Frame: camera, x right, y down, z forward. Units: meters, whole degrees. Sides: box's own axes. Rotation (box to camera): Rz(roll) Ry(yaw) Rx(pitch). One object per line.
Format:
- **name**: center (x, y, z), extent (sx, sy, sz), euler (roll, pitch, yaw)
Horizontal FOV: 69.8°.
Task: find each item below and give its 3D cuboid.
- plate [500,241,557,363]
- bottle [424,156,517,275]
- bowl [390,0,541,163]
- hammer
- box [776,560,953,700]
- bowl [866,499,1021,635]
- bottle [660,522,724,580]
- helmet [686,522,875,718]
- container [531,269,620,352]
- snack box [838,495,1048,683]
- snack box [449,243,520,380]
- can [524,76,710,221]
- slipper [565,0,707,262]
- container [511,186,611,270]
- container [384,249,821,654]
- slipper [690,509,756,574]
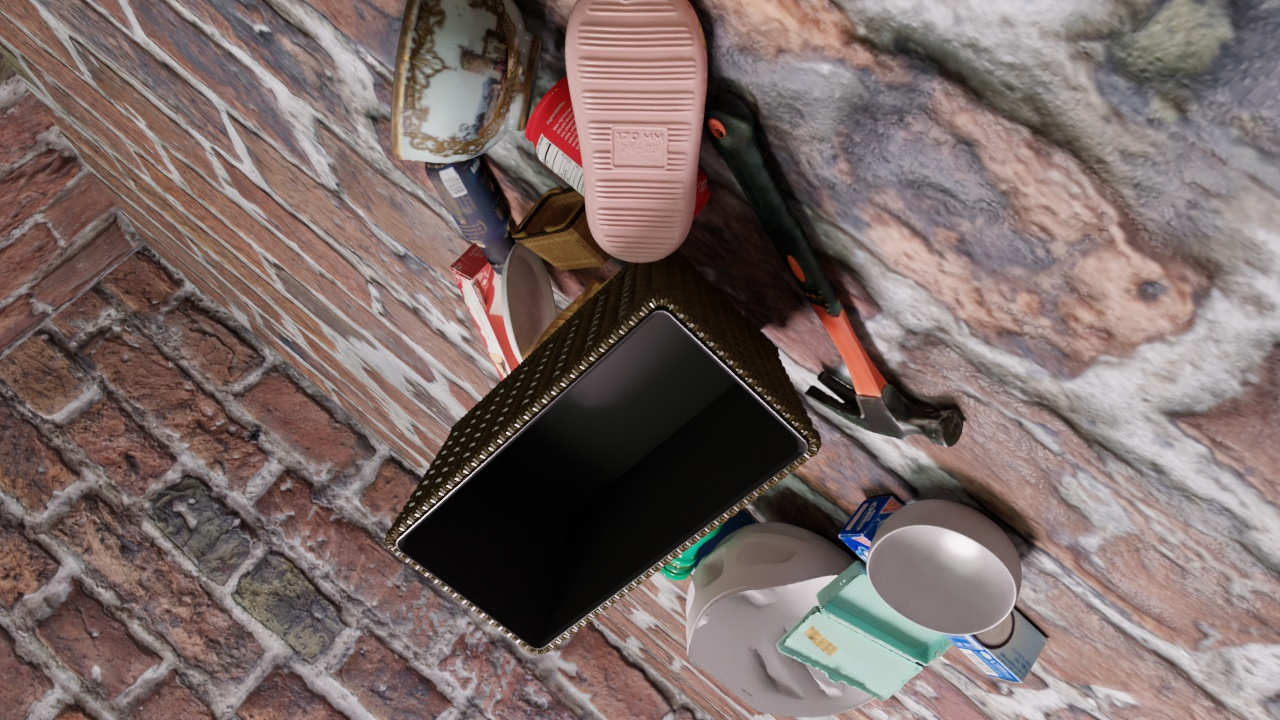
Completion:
- **plate**: center (-0.122, -0.053, 1.010), extent (0.014, 0.156, 0.157), euler (-8, 139, 13)
- **bottle**: center (-0.175, -0.161, 0.996), extent (0.056, 0.056, 0.161), euler (22, 151, 39)
- **bowl**: center (-0.130, -0.225, 0.715), extent (0.094, 0.159, 0.160), euler (12, 159, -7)
- **hammer**: center (0.135, -0.061, 0.714), extent (0.133, 0.033, 0.333), euler (11, 142, 53)
- **box**: center (0.256, 0.305, 1.014), extent (0.186, 0.136, 0.033), euler (34, -157, -26)
- **bowl**: center (0.283, 0.184, 0.852), extent (0.132, 0.064, 0.132), euler (16, 128, 21)
- **bottle**: center (0.069, 0.179, 1.092), extent (0.068, 0.067, 0.210), euler (33, 127, 21)
- **helmet**: center (0.188, 0.316, 1.095), extent (0.282, 0.183, 0.225), euler (39, 121, -7)
- **container**: center (-0.006, 0.006, 0.960), extent (0.167, 0.129, 0.183), euler (-36, 107, 25)
- **snack box**: center (0.309, 0.233, 0.938), extent (0.226, 0.059, 0.059), euler (42, 162, -2)
- **snack box**: center (-0.169, -0.049, 1.173), extent (0.044, 0.076, 0.273), euler (28, 154, 23)
- **can**: center (-0.017, -0.155, 0.724), extent (0.142, 0.074, 0.075), euler (40, 158, 3)
- **slipper**: center (0.001, -0.169, 0.647), extent (0.093, 0.081, 0.197), euler (-2, 118, 3)
- **container**: center (-0.064, -0.126, 0.879), extent (0.061, 0.063, 0.114), euler (44, 159, -26)
- **container**: center (-0.031, 0.059, 0.795), extent (0.176, 0.322, 0.204), euler (42, -157, -17)
- **slipper**: center (0.058, 0.196, 1.207), extent (0.295, 0.118, 0.060), euler (51, 150, -11)
